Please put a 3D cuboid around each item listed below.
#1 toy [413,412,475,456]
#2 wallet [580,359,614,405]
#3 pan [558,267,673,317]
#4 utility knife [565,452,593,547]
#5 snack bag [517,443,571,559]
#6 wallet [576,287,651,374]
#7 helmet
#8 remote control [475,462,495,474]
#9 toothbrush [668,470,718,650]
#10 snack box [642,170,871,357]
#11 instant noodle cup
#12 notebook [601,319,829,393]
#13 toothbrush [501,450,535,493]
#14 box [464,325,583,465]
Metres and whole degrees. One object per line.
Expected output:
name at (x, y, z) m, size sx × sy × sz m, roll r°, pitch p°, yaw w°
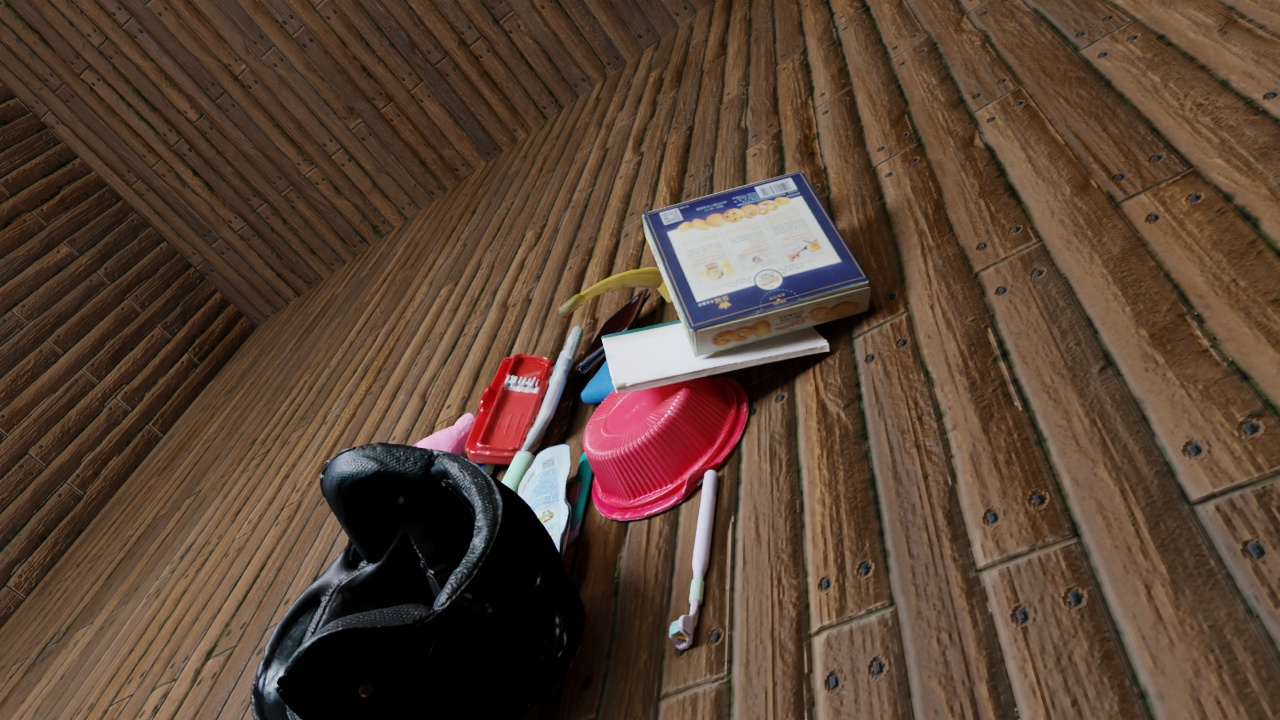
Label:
toy at (-0.285, 0.164, 1.170) m, size 0.179 × 0.074 × 0.194 m, roll -36°, pitch 24°, yaw 39°
wallet at (-0.006, 0.006, 1.080) m, size 0.106 × 0.040 × 0.133 m, roll -52°, pitch 19°, yaw -26°
pan at (0.040, -0.116, 1.065) m, size 0.356 × 0.078 × 0.198 m, roll -42°, pitch 5°, yaw -39°
utility knife at (-0.065, 0.133, 0.976) m, size 0.029 × 0.013 × 0.179 m, roll -33°, pitch 24°, yaw 26°
snack bag at (-0.101, 0.167, 0.926) m, size 0.110 × 0.039 × 0.190 m, roll -48°, pitch 21°, yaw 17°
wallet at (-0.032, -0.038, 1.182) m, size 0.097 × 0.020 × 0.122 m, roll -42°, pitch 11°, yaw 30°
helmet at (-0.184, 0.213, 0.750) m, size 0.275 × 0.230 × 0.233 m, roll -41°, pitch 29°, yaw 18°
remote control at (-0.207, 0.151, 1.140) m, size 0.049 × 0.024 × 0.124 m, roll -31°, pitch 22°, yaw 19°
toothbrush at (0.048, 0.157, 0.766) m, size 0.021 × 0.029 × 0.188 m, roll 10°, pitch 36°, yaw 6°
snack box at (0.112, -0.102, 0.927) m, size 0.178 × 0.046 × 0.182 m, roll -15°, pitch 51°, yaw -4°
instant noodle cup at (0.012, 0.067, 0.919) m, size 0.194 × 0.066 × 0.193 m, roll -31°, pitch 26°, yaw 17°
notebook at (0.068, -0.019, 0.934) m, size 0.209 × 0.012 × 0.150 m, roll -12°, pitch 22°, yaw -3°
toothbrush at (-0.165, 0.185, 1.016) m, size 0.027 × 0.026 × 0.223 m, roll -3°, pitch 38°, yaw 22°
box at (-0.139, 0.047, 1.179) m, size 0.155 × 0.073 × 0.200 m, roll -23°, pitch 29°, yaw 25°
